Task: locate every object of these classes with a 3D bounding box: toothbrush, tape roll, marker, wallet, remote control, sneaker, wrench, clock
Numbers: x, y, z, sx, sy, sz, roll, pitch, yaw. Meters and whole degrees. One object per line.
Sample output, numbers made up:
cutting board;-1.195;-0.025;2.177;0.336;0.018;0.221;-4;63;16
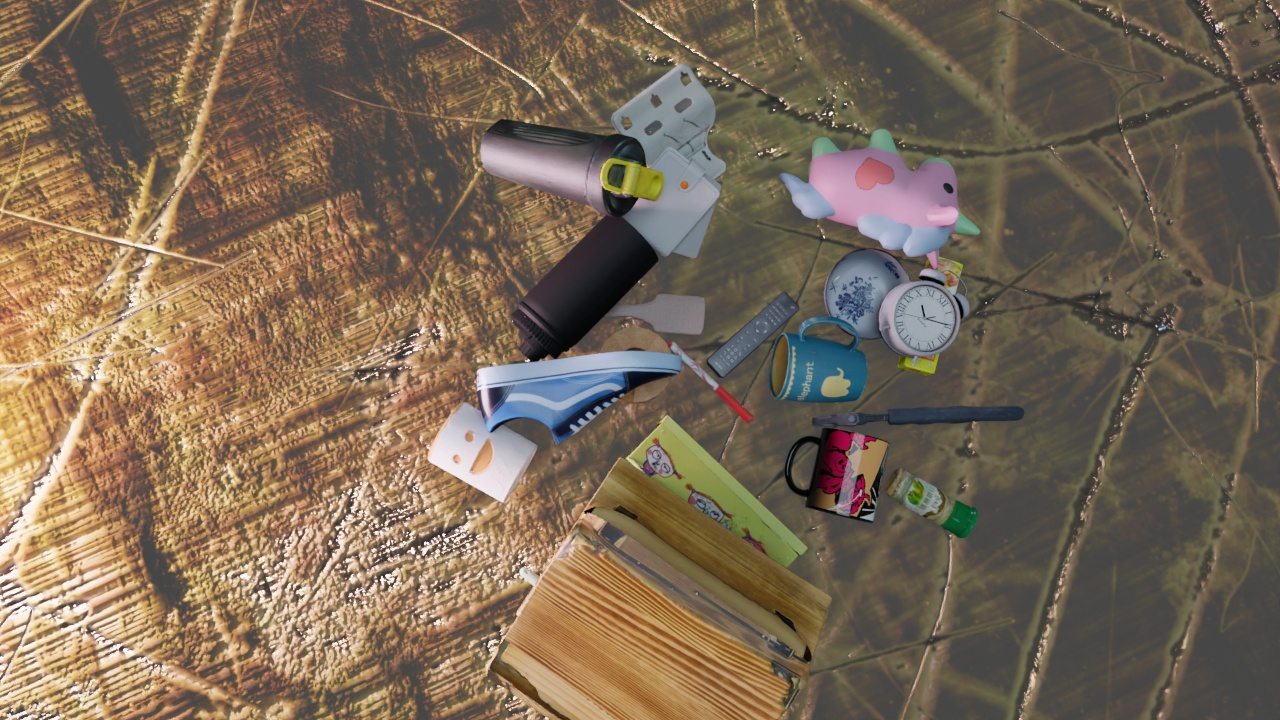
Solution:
toothbrush;-0.084;0.300;1.114;0.155;0.015;0.022;37;53;3
tape roll;-0.007;0.007;1.143;0.094;0.027;0.094;0;83;-2
marker;0.086;0.026;1.151;0.142;0.013;0.012;43;84;4
wallet;0.046;-0.189;1.139;0.115;0.037;0.119;37;112;-13
remote control;0.142;-0.032;1.158;0.136;0.015;0.032;-41;86;-8
sneaker;-0.068;0.046;1.079;0.241;0.083;0.098;-7;84;-5
wrench;0.343;0.068;1.130;0.273;0.073;0.022;-1;84;-8
clock;0.349;-0.058;1.118;0.122;0.035;0.094;-45;97;-6

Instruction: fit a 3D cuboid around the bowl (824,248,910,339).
bowl;0.277;-0.081;1.148;0.114;0.045;0.114;0;89;-10

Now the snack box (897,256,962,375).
snack box;0.366;-0.056;1.160;0.040;0.029;0.148;17;83;1

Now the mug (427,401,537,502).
mug;-0.188;0.110;1.099;0.105;0.082;0.082;30;83;1

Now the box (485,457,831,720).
box;0.019;0.288;0.975;0.279;0.252;0.191;34;39;4

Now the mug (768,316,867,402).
mug;0.221;0.000;1.115;0.104;0.084;0.112;8;117;-7

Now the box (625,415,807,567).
box;0.082;0.165;1.082;0.079;0.124;0.221;-43;84;-6

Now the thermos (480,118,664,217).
thermos;-0.087;-0.236;1.103;0.221;0.098;0.098;20;82;26

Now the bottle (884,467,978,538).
bottle;0.357;0.174;1.127;0.111;0.043;0.043;30;83;3

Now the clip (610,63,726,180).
clip;0.043;-0.283;1.174;0.126;0.101;0.152;-38;114;-4

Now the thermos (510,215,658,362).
thermos;-0.077;-0.082;1.122;0.086;0.086;0.198;44;84;4

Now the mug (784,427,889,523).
mug;0.234;0.136;1.116;0.118;0.081;0.098;10;82;27

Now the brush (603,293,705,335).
brush;0.014;-0.060;1.161;0.136;0.015;0.050;4;82;5

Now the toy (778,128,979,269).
toy;0.289;-0.197;1.129;0.222;0.120;0.171;-7;63;1
